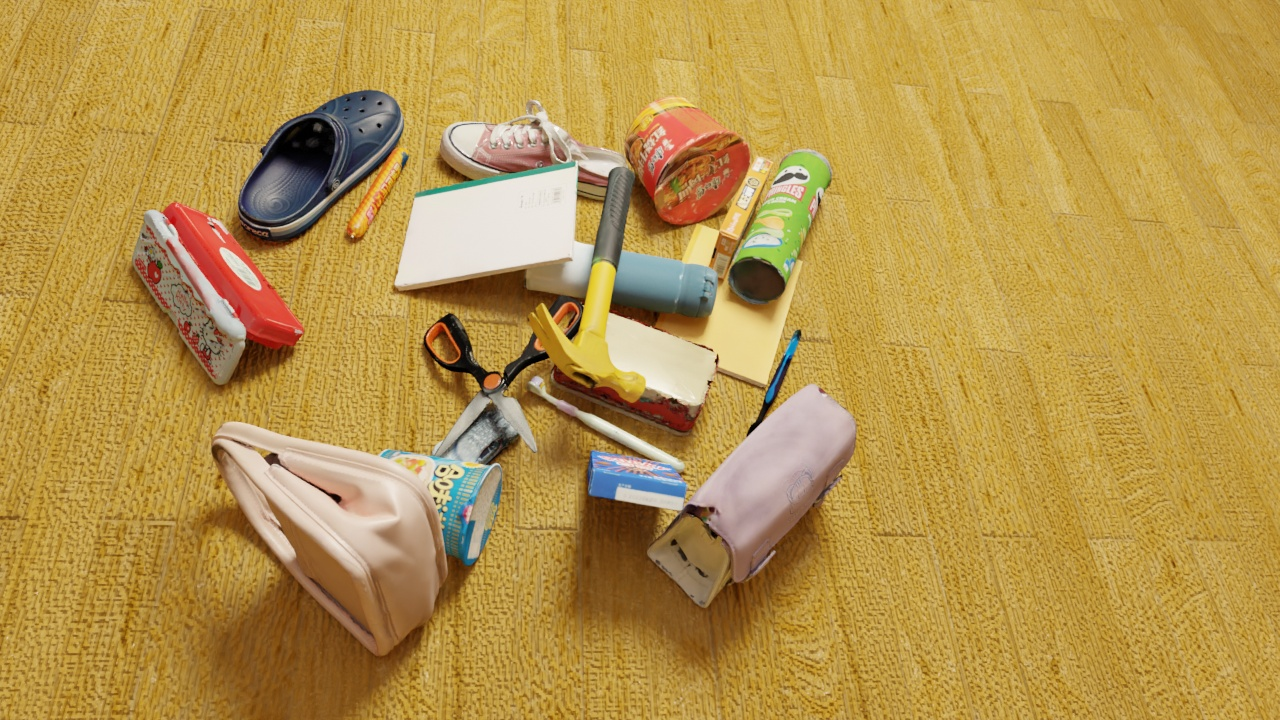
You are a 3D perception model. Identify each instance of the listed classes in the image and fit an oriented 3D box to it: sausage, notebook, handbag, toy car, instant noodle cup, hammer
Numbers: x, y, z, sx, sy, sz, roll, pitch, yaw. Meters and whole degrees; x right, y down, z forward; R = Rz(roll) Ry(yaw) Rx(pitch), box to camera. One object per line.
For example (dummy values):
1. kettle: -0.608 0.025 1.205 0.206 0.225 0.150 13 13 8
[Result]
1. sausage: -0.313 -0.204 1.100 0.021 0.021 0.164 17 55 0
2. notebook: 0.107 -0.072 1.106 0.146 0.010 0.205 20 54 2
3. handbag: -0.282 0.134 0.785 0.234 0.194 0.093 26 52 18
4. notebook: -0.173 -0.156 1.050 0.209 0.012 0.150 -8 55 13
5. toy car: -0.166 0.082 0.930 0.049 0.031 0.105 38 59 17
6. instant noodle cup: 0.053 -0.257 1.153 0.137 0.138 0.108 -20 54 -23
7. handbag: 0.114 0.131 0.887 0.098 0.145 0.196 40 58 19
8. instant noodle cup: -0.197 0.129 0.858 0.110 0.099 0.099 15 54 8
9. hammer: -0.039 -0.098 0.976 0.128 0.033 0.299 27 48 -22

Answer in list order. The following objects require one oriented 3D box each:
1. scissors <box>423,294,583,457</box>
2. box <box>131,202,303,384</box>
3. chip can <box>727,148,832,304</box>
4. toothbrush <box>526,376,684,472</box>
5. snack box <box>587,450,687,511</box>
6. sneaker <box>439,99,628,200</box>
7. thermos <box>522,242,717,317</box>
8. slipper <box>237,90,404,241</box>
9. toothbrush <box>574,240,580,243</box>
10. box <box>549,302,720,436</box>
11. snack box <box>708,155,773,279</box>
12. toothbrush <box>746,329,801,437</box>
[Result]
1. scissors: -0.144 0.010 0.947 0.220 0.022 0.233 -38 51 -11
2. box: -0.455 -0.067 0.958 0.100 0.095 0.201 -46 69 7
3. chip can: 0.176 -0.169 1.139 0.072 0.072 0.235 24 51 5
4. toothbrush: -0.037 0.069 0.974 0.189 0.029 0.020 29 97 7
5. snack box: -0.007 0.112 0.875 0.084 0.157 0.026 10 90 -4
6. sneaker: -0.128 -0.267 1.142 0.241 0.088 0.118 11 55 -5
7. thermos: -0.021 -0.094 1.052 0.220 0.070 0.070 10 55 0
8. slipper: -0.380 -0.247 1.074 0.105 0.095 0.252 29 59 5
9. toothbrush: -0.052 -0.123 1.106 0.187 0.017 0.016 22 57 6
10. box: -0.006 0.006 0.988 0.168 0.078 0.091 21 55 3
11. snack box: 0.122 -0.177 1.129 0.026 0.075 0.153 23 53 5
12. toothbrush: 0.153 0.030 1.047 0.014 0.016 0.189 20 51 13
